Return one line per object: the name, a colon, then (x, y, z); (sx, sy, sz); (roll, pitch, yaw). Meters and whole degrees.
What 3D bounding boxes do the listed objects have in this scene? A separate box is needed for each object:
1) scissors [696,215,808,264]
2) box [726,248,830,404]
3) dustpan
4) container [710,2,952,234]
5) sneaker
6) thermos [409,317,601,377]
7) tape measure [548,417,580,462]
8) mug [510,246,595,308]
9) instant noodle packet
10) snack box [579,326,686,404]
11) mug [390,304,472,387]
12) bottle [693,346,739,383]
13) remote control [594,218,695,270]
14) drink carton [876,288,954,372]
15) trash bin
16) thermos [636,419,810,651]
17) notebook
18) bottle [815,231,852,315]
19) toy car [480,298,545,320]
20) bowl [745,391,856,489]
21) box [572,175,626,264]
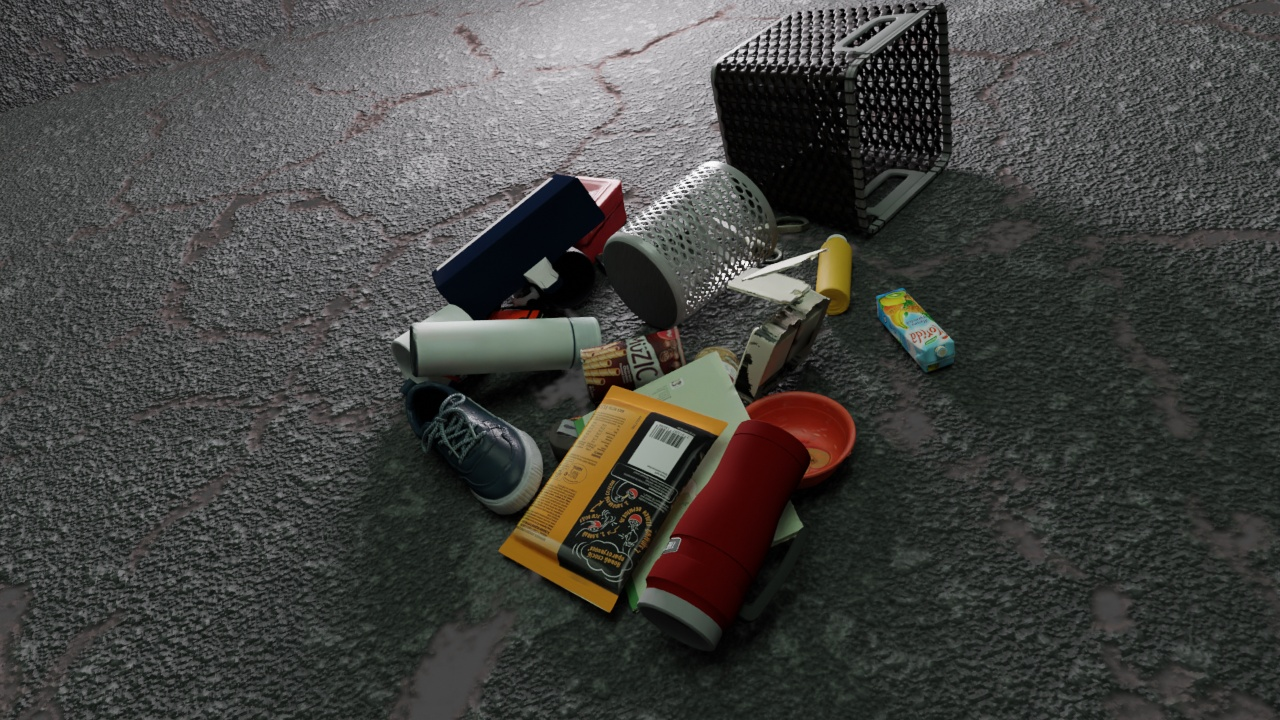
scissors: (0.166, -0.180, 1.328); (0.171, 0.013, 0.157); (-15, 37, -1)
box: (0.140, -0.069, 1.023); (0.105, 0.188, 0.143); (31, 38, 21)
dustpan: (-0.159, -0.145, 1.239); (0.236, 0.080, 0.273); (-39, 19, -4)
container: (0.278, -0.362, 1.337); (0.244, 0.246, 0.246); (20, 49, 40)
sneaker: (-0.197, 0.086, 1.033); (0.236, 0.087, 0.089); (30, 80, 44)
thermos: (-0.164, -0.018, 1.127); (0.229, 0.068, 0.068); (-4, 34, -20)
tape measure: (-0.075, 0.088, 1.048); (0.059, 0.038, 0.058); (5, 42, 23)
mug: (-0.136, -0.117, 1.290); (0.118, 0.085, 0.100); (-34, 35, -17)
instant noodle packet: (-0.030, 0.130, 0.935); (0.160, 0.032, 0.220); (17, 64, 40)
snack box: (-0.007, 0.006, 1.102); (0.121, 0.072, 0.072); (-12, 38, 3)
mug: (-0.265, -0.009, 1.198); (0.090, 0.091, 0.121); (-38, 11, -28)
bottle: (0.082, 0.038, 1.046); (0.056, 0.056, 0.105); (-2, 40, 14)
remote control: (0.008, -0.169, 1.358); (0.150, 0.022, 0.047); (-26, 40, -12)
drink carton: (0.322, -0.037, 1.079); (0.044, 0.039, 0.128); (-18, 38, -5)
trash bin: (0.061, -0.148, 1.210); (0.182, 0.157, 0.156); (-39, 45, -25)
thermos: (0.088, 0.160, 0.825); (0.108, 0.084, 0.198); (31, 65, 5)
notebook: (0.039, 0.113, 0.945); (0.182, 0.010, 0.252); (-26, 46, 4)
bottle: (0.254, -0.119, 1.200); (0.043, 0.043, 0.143); (-1, 40, 16)
toy car: (-0.177, -0.050, 1.243); (0.100, 0.049, 0.051); (0, 40, 17)
bowl: (0.160, 0.091, 0.965); (0.130, 0.045, 0.130); (-9, 38, 7)
box: (-0.105, -0.214, 1.402); (0.129, 0.087, 0.157); (7, 39, 25)
